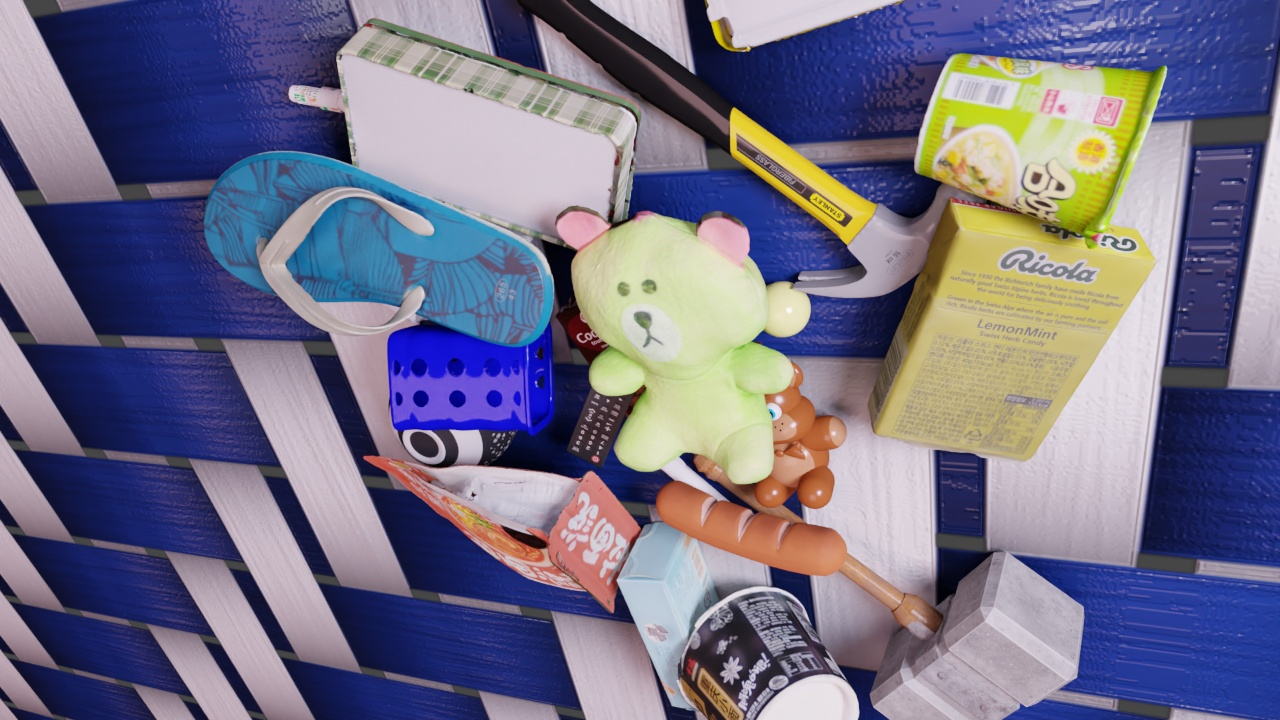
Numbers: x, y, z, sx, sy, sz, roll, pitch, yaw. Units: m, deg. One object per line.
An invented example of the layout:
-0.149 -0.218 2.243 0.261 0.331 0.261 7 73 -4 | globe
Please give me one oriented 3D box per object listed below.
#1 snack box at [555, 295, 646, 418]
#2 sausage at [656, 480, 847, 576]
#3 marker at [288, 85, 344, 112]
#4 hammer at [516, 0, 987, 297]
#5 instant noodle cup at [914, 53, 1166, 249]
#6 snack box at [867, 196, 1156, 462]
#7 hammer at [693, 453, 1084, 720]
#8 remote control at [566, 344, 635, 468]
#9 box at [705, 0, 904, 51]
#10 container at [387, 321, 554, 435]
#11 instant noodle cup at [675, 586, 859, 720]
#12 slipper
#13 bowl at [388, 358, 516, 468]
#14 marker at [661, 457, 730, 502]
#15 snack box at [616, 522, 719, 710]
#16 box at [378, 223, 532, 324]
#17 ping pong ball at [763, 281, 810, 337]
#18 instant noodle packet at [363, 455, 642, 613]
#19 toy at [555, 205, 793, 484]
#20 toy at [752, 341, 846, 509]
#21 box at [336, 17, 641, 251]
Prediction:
-0.004 0.004 0.737 0.051 0.031 0.141 -21 112 34 | snack box
0.085 0.136 0.734 0.164 0.039 0.044 13 120 31 | sausage
-0.202 -0.193 0.697 0.145 0.017 0.017 13 127 16 | marker
0.056 -0.154 0.605 0.323 0.029 0.127 35 130 -1 | hammer
0.218 -0.126 0.514 0.108 0.098 0.099 21 129 20 | instant noodle cup
0.231 -0.013 0.601 0.121 0.045 0.181 9 131 -1 | snack box
0.174 0.171 0.756 0.317 0.082 0.163 36 130 7 | hammer
-0.026 0.035 0.735 0.033 0.015 0.147 27 129 4 | remote control
0.135 -0.230 0.516 0.210 0.037 0.064 -8 113 29 | box
-0.135 0.013 0.739 0.114 0.084 0.085 0 97 8 | container
0.114 0.282 0.788 0.137 0.112 0.137 -7 111 -20 | instant noodle cup
-0.203 -0.077 0.659 0.295 0.060 0.118 16 110 13 | slipper
-0.179 0.057 0.830 0.120 0.066 0.120 12 127 16 | bowl
0.058 0.116 0.797 0.133 0.017 0.020 40 128 -7 | marker
0.038 0.240 0.856 0.053 0.074 0.175 -7 120 27 | snack box
-0.172 -0.087 0.720 0.156 0.084 0.126 31 123 -1 | box
0.101 -0.037 0.656 0.040 0.040 0.040 12 127 16 | ping pong ball
-0.127 0.138 0.835 0.221 0.083 0.164 13 156 25 | instant noodle packet
0.030 -0.017 0.637 0.150 0.107 0.197 3 110 23 | toy
0.105 0.049 0.702 0.095 0.065 0.128 -12 112 36 | toy
-0.104 -0.154 0.638 0.205 0.050 0.118 18 141 7 | box
